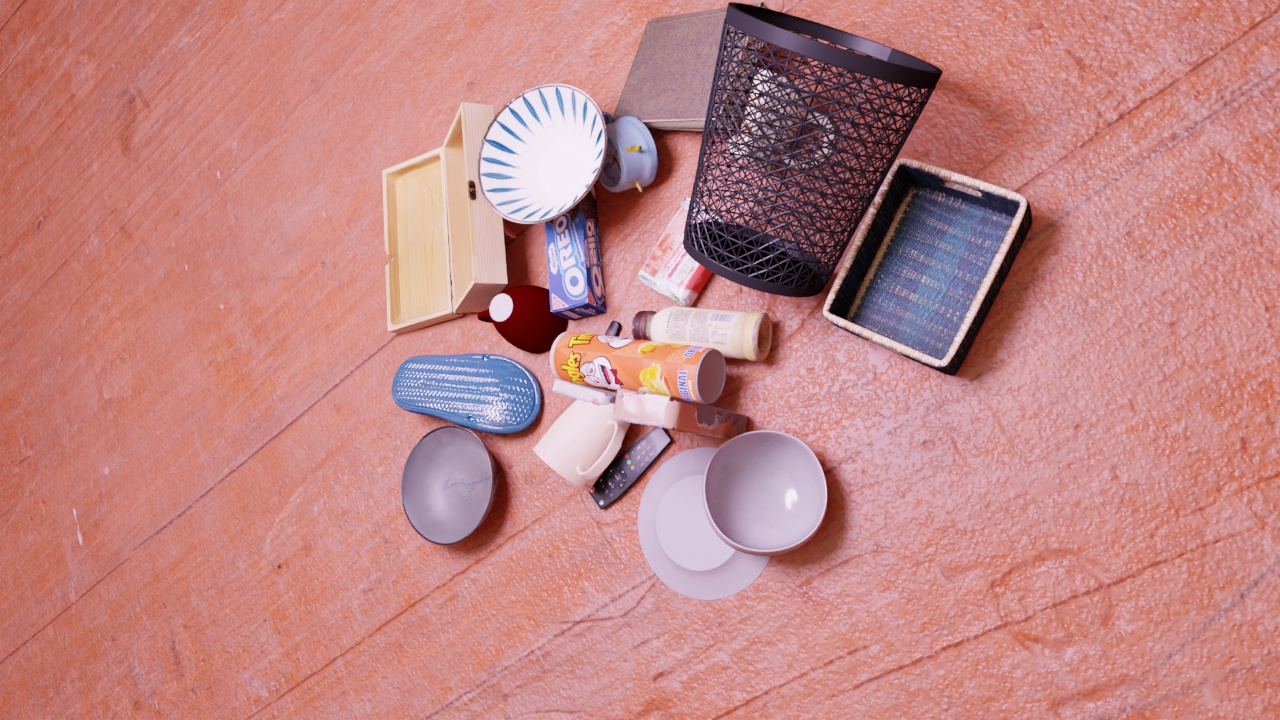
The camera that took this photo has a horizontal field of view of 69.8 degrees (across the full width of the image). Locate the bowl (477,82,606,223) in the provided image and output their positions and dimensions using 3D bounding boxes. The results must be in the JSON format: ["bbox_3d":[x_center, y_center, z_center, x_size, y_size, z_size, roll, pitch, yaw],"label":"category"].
[{"bbox_3d":[-0.106,-0.241,1.121,0.178,0.071,0.177,-6,77,24],"label":"bowl"}]

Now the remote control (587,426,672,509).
[{"bbox_3d":[-0.012,0.128,1.106,0.125,0.010,0.039,-44,65,14],"label":"remote control"}]

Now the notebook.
[{"bbox_3d":[0.065,-0.366,1.098,0.216,0.034,0.190,20,89,51],"label":"notebook"}]

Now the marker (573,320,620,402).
[{"bbox_3d":[-0.054,0.008,1.148,0.018,0.015,0.123,24,90,35],"label":"marker"}]

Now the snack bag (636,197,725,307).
[{"bbox_3d":[0.056,-0.129,1.101,0.077,0.036,0.116,36,99,28],"label":"snack bag"}]

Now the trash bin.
[{"bbox_3d":[0.156,-0.210,0.945,0.217,0.216,0.244,33,120,28],"label":"trash bin"}]

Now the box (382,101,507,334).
[{"bbox_3d":[-0.266,-0.185,1.255,0.262,0.096,0.247,-17,72,41],"label":"box"}]

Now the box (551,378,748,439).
[{"bbox_3d":[0.015,0.056,0.988,0.149,0.216,0.042,3,84,27],"label":"box"}]

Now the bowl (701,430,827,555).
[{"bbox_3d":[0.133,0.145,0.989,0.132,0.064,0.131,-2,72,5],"label":"bowl"}]

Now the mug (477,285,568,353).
[{"bbox_3d":[-0.164,-0.058,1.173,0.114,0.088,0.087,-1,81,27],"label":"mug"}]

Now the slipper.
[{"bbox_3d":[-0.227,0.040,1.209,0.214,0.059,0.103,9,76,17],"label":"slipper"}]

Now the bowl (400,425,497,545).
[{"bbox_3d":[-0.237,0.162,1.191,0.151,0.056,0.150,-5,78,26],"label":"bowl"}]

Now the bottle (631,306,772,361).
[{"bbox_3d":[0.069,-0.033,1.066,0.162,0.056,0.056,6,84,28],"label":"bottle"}]

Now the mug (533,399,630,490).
[{"bbox_3d":[-0.058,0.095,1.087,0.104,0.085,0.111,-53,28,-2],"label":"mug"}]

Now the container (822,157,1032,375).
[{"bbox_3d":[0.296,-0.096,0.950,0.145,0.071,0.187,27,94,28],"label":"container"}]

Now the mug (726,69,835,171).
[{"bbox_3d":[0.165,-0.266,1.059,0.122,0.081,0.097,25,101,3],"label":"mug"}]

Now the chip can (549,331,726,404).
[{"bbox_3d":[-0.006,0.006,1.066,0.211,0.062,0.062,8,85,36],"label":"chip can"}]

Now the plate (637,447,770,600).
[{"bbox_3d":[0.070,0.186,1.049,0.173,0.019,0.172,-5,79,27],"label":"plate"}]

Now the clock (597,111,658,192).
[{"bbox_3d":[-0.031,-0.259,1.139,0.124,0.051,0.089,39,143,41],"label":"clock"}]

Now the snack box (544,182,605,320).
[{"bbox_3d":[-0.087,-0.169,1.171,0.059,0.059,0.226,-9,77,22],"label":"snack box"}]

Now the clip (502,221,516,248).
[{"bbox_3d":[-0.195,-0.175,1.250,0.035,0.022,0.057,-45,59,18],"label":"clip"}]
